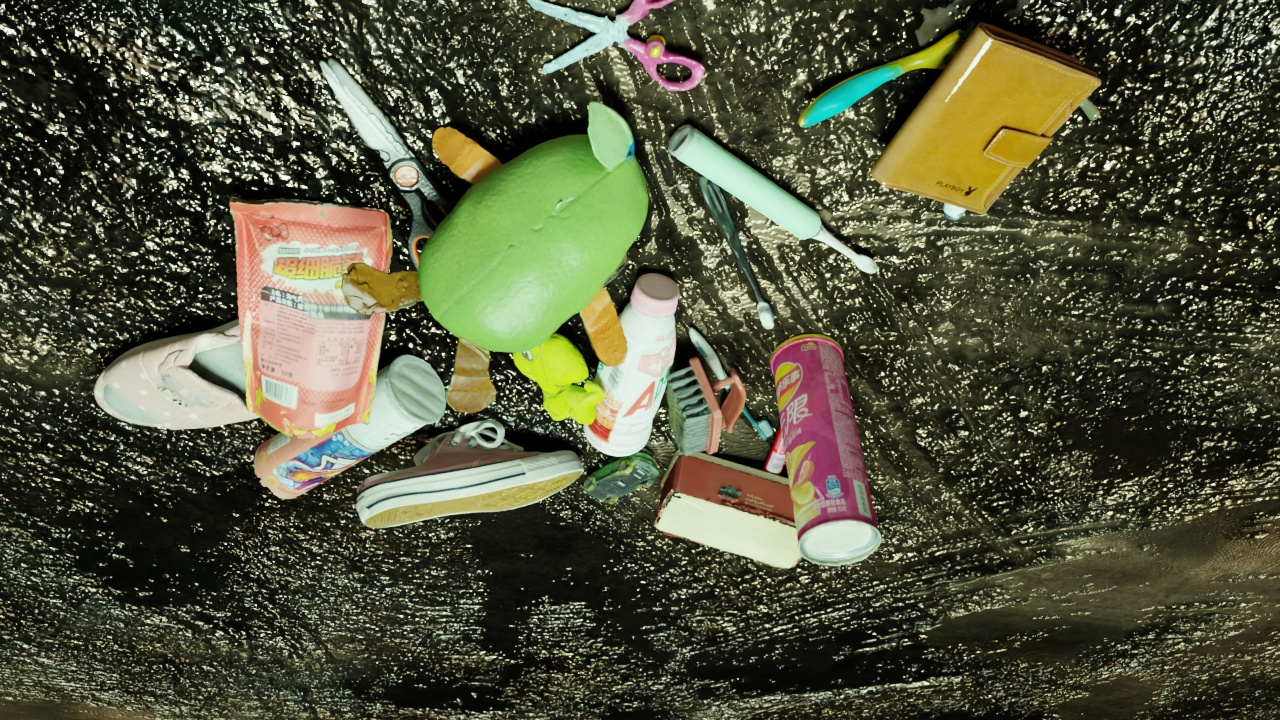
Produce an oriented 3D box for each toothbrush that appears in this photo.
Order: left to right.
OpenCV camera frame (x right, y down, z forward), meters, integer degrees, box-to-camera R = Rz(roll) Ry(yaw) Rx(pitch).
[{"bbox_3d":[0.093,0.025,0.917,0.018,0.016,0.191,-31,132,8],"label":"toothbrush"},{"bbox_3d":[0.085,-0.090,0.789,0.016,0.018,0.181,-14,135,18],"label":"toothbrush"},{"bbox_3d":[0.115,-0.124,0.743,0.224,0.027,0.026,27,97,-28],"label":"toothbrush"}]

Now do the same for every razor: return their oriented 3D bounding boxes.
[{"bbox_3d":[0.175,-0.199,0.657,0.133,0.028,0.043,-21,144,13],"label":"razor"}]

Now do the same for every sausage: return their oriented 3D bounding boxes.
[{"bbox_3d":[0.150,0.102,1.000,0.020,0.020,0.156,5,138,-6],"label":"sausage"}]

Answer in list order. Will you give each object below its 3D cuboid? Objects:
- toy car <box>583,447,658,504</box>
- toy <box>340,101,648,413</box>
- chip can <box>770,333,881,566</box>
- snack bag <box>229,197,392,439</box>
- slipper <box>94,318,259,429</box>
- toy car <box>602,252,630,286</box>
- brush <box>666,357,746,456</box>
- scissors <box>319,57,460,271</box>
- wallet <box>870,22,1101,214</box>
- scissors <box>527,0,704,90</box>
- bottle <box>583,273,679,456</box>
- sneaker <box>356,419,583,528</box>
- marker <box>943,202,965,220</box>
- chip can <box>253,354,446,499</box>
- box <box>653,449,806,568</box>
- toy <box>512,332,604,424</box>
[{"bbox_3d":[-0.022,0.127,1.011,0.091,0.036,0.043,-31,131,28],"label":"toy car"},{"bbox_3d":[-0.091,-0.081,0.699,0.247,0.090,0.227,-39,96,5],"label":"toy"},{"bbox_3d":[0.163,0.075,0.828,0.071,0.210,0.071,0,138,0],"label":"chip can"},{"bbox_3d":[-0.281,-0.036,0.784,0.128,0.073,0.208,6,117,-10],"label":"snack bag"},{"bbox_3d":[-0.398,0.016,0.866,0.275,0.054,0.114,-17,135,14],"label":"slipper"},{"bbox_3d":[-0.079,-0.063,0.776,0.158,0.042,0.070,-38,128,14],"label":"toy car"},{"bbox_3d":[0.066,0.051,0.895,0.069,0.063,0.146,-19,157,-6],"label":"brush"},{"bbox_3d":[-0.165,-0.147,0.725,0.136,0.021,0.235,-9,131,-5],"label":"scissors"},{"bbox_3d":[0.252,-0.169,0.667,0.119,0.035,0.131,14,137,-17],"label":"wallet"},{"bbox_3d":[-0.011,-0.232,0.630,0.133,0.017,0.126,16,137,-13],"label":"scissors"},{"bbox_3d":[-0.005,0.005,0.858,0.068,0.068,0.197,8,133,-10],"label":"bottle"},{"bbox_3d":[-0.177,0.109,0.955,0.240,0.087,0.119,-6,155,-27],"label":"sneaker"},{"bbox_3d":[0.259,-0.163,0.708,0.022,0.018,0.131,-8,138,-6],"label":"marker"},{"bbox_3d":[-0.294,0.070,0.916,0.215,0.071,0.071,-27,132,28],"label":"chip can"},{"bbox_3d":[0.104,0.172,1.011,0.168,0.079,0.092,17,136,-4],"label":"box"},{"bbox_3d":[-0.077,0.012,0.860,0.097,0.031,0.100,7,120,28],"label":"toy"}]
